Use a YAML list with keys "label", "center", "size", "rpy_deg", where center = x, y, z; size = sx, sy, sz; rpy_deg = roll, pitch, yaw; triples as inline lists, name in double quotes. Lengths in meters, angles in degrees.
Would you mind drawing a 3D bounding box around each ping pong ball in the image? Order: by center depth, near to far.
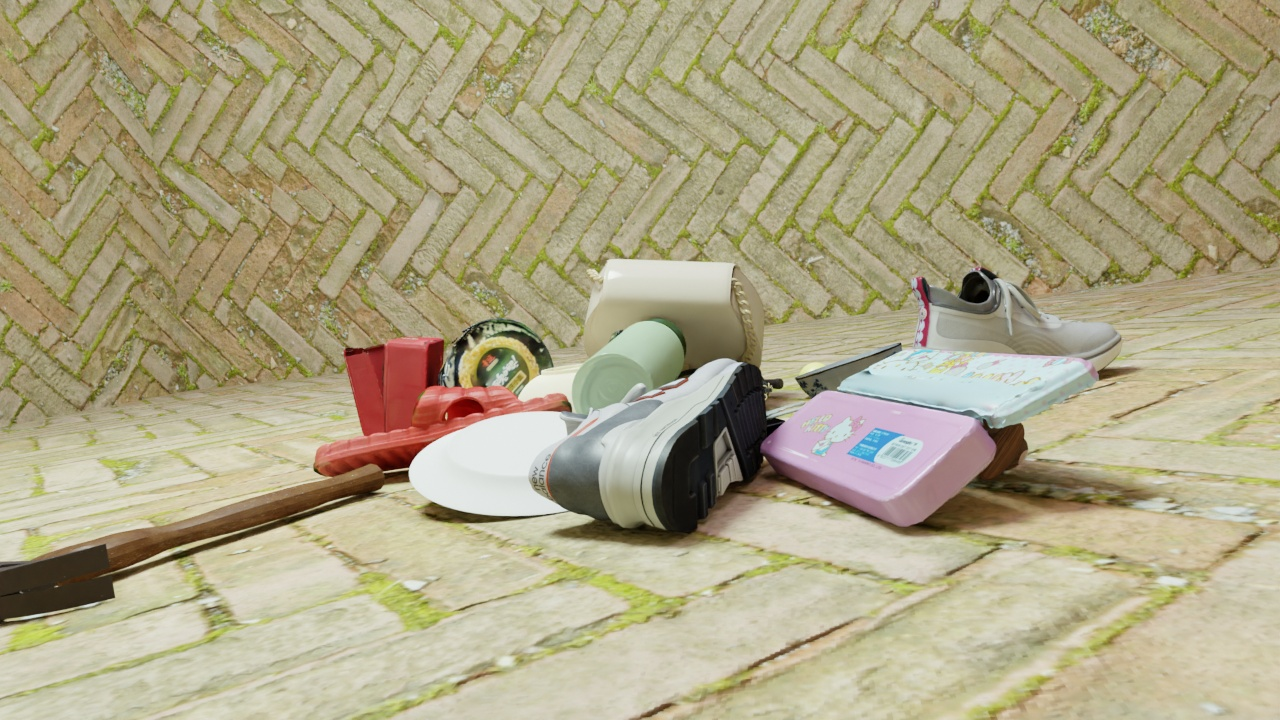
- label: "ping pong ball"
  center: [0.203, 0.022, 1.063]
  size: [0.040, 0.040, 0.040]
  rpy_deg: [-7, 4, 0]

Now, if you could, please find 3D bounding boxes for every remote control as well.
- label: "remote control"
  center: [0.098, 0.061, 0.895]
  size: [0.034, 0.013, 0.150]
  rpy_deg: [-12, 5, -13]

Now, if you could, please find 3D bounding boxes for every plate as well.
- label: "plate"
  center: [-0.085, 0.071, 0.719]
  size: [0.188, 0.016, 0.188]
  rpy_deg: [-1, 18, 0]

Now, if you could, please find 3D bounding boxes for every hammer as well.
- label: "hammer"
  center: [-0.316, 0.121, 0.667]
  size: [0.115, 0.033, 0.322]
  rpy_deg: [-6, 3, 32]

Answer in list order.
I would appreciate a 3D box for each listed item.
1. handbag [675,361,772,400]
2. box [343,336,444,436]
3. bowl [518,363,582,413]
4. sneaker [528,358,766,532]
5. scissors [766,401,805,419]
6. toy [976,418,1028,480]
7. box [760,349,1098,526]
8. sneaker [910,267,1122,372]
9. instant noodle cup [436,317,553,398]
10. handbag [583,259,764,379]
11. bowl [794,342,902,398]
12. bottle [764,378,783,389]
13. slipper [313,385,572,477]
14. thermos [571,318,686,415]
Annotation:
- label: "handbag"
  center: [0.084, 0.034, 1.005]
  size: [0.128, 0.054, 0.079]
  rpy_deg: [-6, 2, -13]
- label: "box"
  center: [-0.296, 0.035, 1.151]
  size: [0.110, 0.134, 0.157]
  rpy_deg: [-8, 5, -7]
- label: "bowl"
  center: [-0.070, 0.044, 0.994]
  size: [0.151, 0.075, 0.150]
  rpy_deg: [-7, 5, 0]
- label: "sneaker"
  center: [0.006, 0.053, 0.643]
  size: [0.124, 0.089, 0.239]
  rpy_deg: [-2, 9, 21]
- label: "scissors"
  center: [0.071, 0.062, 0.809]
  size: [0.147, 0.019, 0.124]
  rpy_deg: [-22, 10, -34]
- label: "toy"
  center: [0.220, 0.053, 0.597]
  size: [0.055, 0.041, 0.102]
  rpy_deg: [32, 4, -16]
- label: "box"
  center: [0.172, 0.036, 0.594]
  size: [0.150, 0.035, 0.214]
  rpy_deg: [-32, 9, -10]
- label: "sneaker"
  center: [0.384, -0.035, 0.952]
  size: [0.262, 0.129, 0.097]
  rpy_deg: [-7, 5, -20]
- label: "instant noodle cup"
  center: [-0.188, 0.027, 1.126]
  size: [0.137, 0.137, 0.112]
  rpy_deg: [-9, -5, -27]
- label: "handbag"
  center: [0.041, -0.041, 1.094]
  size: [0.211, 0.103, 0.209]
  rpy_deg: [3, -33, 9]
- label: "bowl"
  center: [0.221, 0.021, 0.946]
  size: [0.114, 0.045, 0.114]
  rpy_deg: [-19, -2, -1]
- label: "bottle"
  center: [0.131, 0.030, 1.148]
  size: [0.113, 0.030, 0.030]
  rpy_deg: [-3, 6, 45]
- label: "slipper"
  center: [-0.188, 0.059, 0.874]
  size: [0.249, 0.059, 0.103]
  rpy_deg: [-13, -19, 2]
- label: "thermos"
  center: [-0.005, 0.005, 0.909]
  size: [0.082, 0.082, 0.231]
  rpy_deg: [-6, 11, 13]
